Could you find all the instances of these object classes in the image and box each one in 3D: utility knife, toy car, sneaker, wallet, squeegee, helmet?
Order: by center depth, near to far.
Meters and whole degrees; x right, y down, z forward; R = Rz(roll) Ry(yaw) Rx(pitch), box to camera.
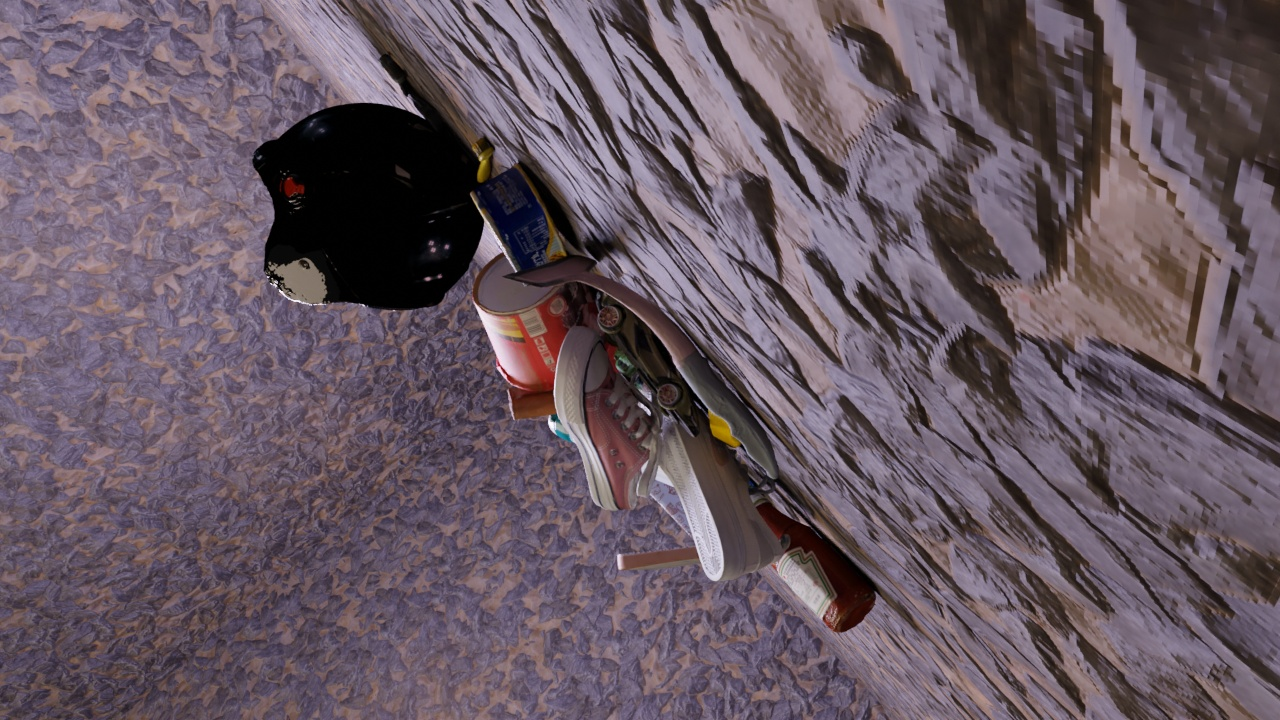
[{"bbox_3d":[0.026,-0.003,0.711,0.249,0.040,0.247,44,-169,-3],"label":"squeegee"},{"bbox_3d":[0.009,0.001,0.830,0.158,0.042,0.070,55,177,9],"label":"toy car"},{"bbox_3d":[0.078,0.059,0.831,0.033,0.015,0.165,26,171,11],"label":"utility knife"},{"bbox_3d":[-0.020,0.065,0.923,0.088,0.118,0.241,3,132,19],"label":"sneaker"},{"bbox_3d":[0.076,0.106,0.940,0.090,0.090,0.242,110,144,-48],"label":"sneaker"},{"bbox_3d":[-0.082,0.038,1.026,0.119,0.130,0.035,-138,40,-74],"label":"wallet"},{"bbox_3d":[-0.006,0.006,1.052,0.043,0.036,0.091,49,179,-20],"label":"toy car"},{"bbox_3d":[-0.309,-0.187,1.072,0.274,0.231,0.233,50,-160,-2],"label":"helmet"}]

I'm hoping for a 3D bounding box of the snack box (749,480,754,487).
[{"bbox_3d":[0.097,0.132,1.155,0.157,0.026,0.084,44,174,39],"label":"snack box"}]

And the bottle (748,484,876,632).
[{"bbox_3d":[0.152,0.188,0.945,0.206,0.059,0.060,45,174,37],"label":"bottle"}]

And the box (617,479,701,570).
[{"bbox_3d":[0.056,0.239,1.288,0.153,0.181,0.182,45,-178,25],"label":"box"}]

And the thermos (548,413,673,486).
[{"bbox_3d":[-0.011,0.097,1.118,0.224,0.073,0.073,20,162,27],"label":"thermos"}]

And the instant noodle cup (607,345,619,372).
[{"bbox_3d":[-0.085,-0.031,1.170,0.164,0.079,0.189,45,173,34],"label":"instant noodle cup"}]

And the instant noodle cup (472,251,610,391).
[{"bbox_3d":[-0.107,-0.053,0.981,0.138,0.137,0.109,44,165,41],"label":"instant noodle cup"}]

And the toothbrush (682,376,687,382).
[{"bbox_3d":[0.039,0.013,0.871,0.014,0.016,0.189,39,177,-27],"label":"toothbrush"}]

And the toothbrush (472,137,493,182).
[{"bbox_3d":[-0.158,-0.198,0.916,0.016,0.015,0.190,54,174,-9],"label":"toothbrush"}]

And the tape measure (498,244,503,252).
[{"bbox_3d":[-0.162,-0.140,1.223,0.058,0.039,0.057,48,175,9],"label":"tape measure"}]

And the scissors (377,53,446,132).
[{"bbox_3d":[-0.262,-0.305,1.024,0.159,0.014,0.175,50,177,11],"label":"scissors"}]

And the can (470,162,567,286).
[{"bbox_3d":[-0.105,-0.117,0.816,0.074,0.049,0.148,57,175,14],"label":"can"}]
